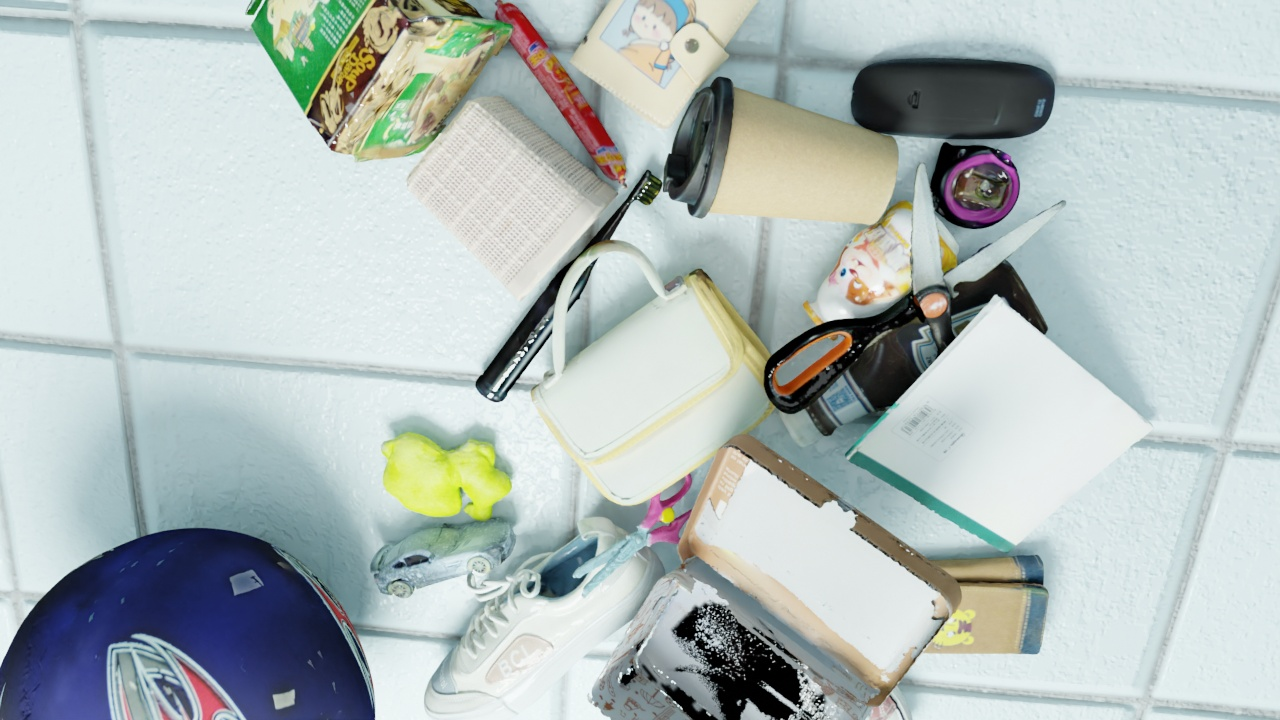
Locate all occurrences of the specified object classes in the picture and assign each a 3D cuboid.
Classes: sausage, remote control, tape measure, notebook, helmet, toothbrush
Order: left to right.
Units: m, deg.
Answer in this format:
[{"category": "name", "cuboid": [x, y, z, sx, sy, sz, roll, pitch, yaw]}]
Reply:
[{"category": "helmet", "cuboid": [-0.324, 0.282, 0.700, 0.241, 0.246, 0.315, -15, 103, 28]}, {"category": "sausage", "cuboid": [-0.053, -0.185, 0.638, 0.020, 0.020, 0.156, -33, 105, 14]}, {"category": "toothbrush", "cuboid": [-0.054, -0.054, 0.683, 0.027, 0.026, 0.213, 33, 108, -20]}, {"category": "remote control", "cuboid": [0.213, -0.176, 0.621, 0.136, 0.024, 0.053, 2, 111, 3]}, {"category": "tape measure", "cuboid": [0.230, -0.119, 0.632, 0.058, 0.039, 0.057, 12, 110, -1]}, {"category": "notebook", "cuboid": [0.265, 0.058, 0.668, 0.209, 0.012, 0.151, 30, 110, -31]}]

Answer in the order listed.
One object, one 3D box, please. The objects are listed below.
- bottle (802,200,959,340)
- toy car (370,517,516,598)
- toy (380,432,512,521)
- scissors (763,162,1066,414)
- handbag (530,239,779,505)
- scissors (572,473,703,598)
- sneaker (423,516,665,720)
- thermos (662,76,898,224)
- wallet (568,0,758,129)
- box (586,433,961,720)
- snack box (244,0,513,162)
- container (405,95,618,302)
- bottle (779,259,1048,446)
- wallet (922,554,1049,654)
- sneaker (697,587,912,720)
[{"category": "bottle", "cuboid": [0.167, -0.060, 0.645, 0.108, 0.063, 0.063, -41, 103, 16]}, {"category": "toy car", "cuboid": [-0.161, 0.157, 0.751, 0.121, 0.054, 0.037, -15, 110, 9]}, {"category": "toy", "cuboid": [-0.160, 0.096, 0.741, 0.100, 0.031, 0.097, -22, 109, 11]}, {"category": "scissors", "cuboid": [0.189, -0.020, 0.622, 0.235, 0.021, 0.221, -29, 121, 14]}, {"category": "handbag", "cuboid": [-0.004, 0.004, 0.674, 0.163, 0.063, 0.179, -35, 109, 14]}, {"category": "scissors", "cuboid": [0.004, 0.145, 0.714, 0.137, 0.017, 0.073, -41, 112, -28]}, {"category": "sneaker", "cuboid": [-0.099, 0.212, 0.745, 0.242, 0.089, 0.091, -38, 119, 11]}, {"category": "thermos", "cuboid": [0.093, -0.133, 0.616, 0.143, 0.093, 0.093, 9, 110, -9]}, {"category": "wallet", "cuboid": [0.019, -0.223, 0.619, 0.087, 0.024, 0.115, 37, 107, -4]}, {"category": "box", "cuboid": [0.092, 0.195, 0.651, 0.179, 0.110, 0.260, 34, 108, 21]}, {"category": "snack box", "cuboid": [-0.172, -0.209, 0.592, 0.105, 0.117, 0.118, 47, 115, 2]}, {"category": "container", "cuboid": [-0.089, -0.116, 0.630, 0.111, 0.089, 0.090, 42, 107, -9]}, {"category": "bottle", "cuboid": [0.194, 0.001, 0.677, 0.195, 0.044, 0.080, -33, 112, 16]}, {"category": "wallet", "cuboid": [0.269, 0.201, 0.752, 0.115, 0.033, 0.090, -2, 111, 8]}, {"category": "sneaker", "cuboid": [0.134, 0.265, 0.753, 0.241, 0.087, 0.118, 43, 107, -10]}]
